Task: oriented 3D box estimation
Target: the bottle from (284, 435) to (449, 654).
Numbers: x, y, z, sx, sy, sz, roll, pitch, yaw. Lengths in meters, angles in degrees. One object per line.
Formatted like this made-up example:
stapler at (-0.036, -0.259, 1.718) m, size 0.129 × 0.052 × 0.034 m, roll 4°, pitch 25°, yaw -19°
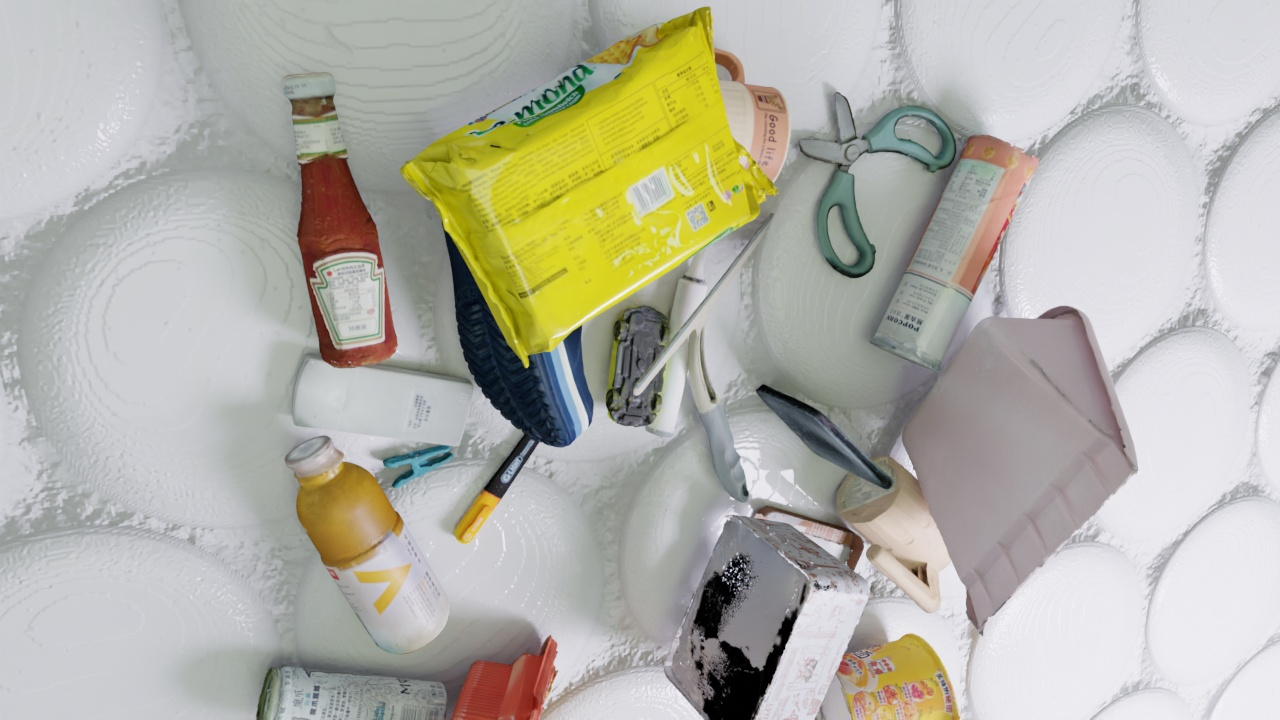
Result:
bottle at (-0.217, 0.146, 0.725) m, size 0.068 × 0.068 × 0.189 m, roll -28°, pitch 114°, yaw -13°

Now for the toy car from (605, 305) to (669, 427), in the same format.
toy car at (-0.005, 0.005, 0.793) m, size 0.048 × 0.032 × 0.105 m, roll 7°, pitch 91°, yaw -24°

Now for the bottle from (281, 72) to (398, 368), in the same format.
bottle at (-0.219, -0.098, 0.657) m, size 0.059 × 0.060 × 0.206 m, roll -12°, pitch 109°, yaw -19°

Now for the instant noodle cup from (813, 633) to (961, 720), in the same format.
instant noodle cup at (0.246, 0.359, 0.950) m, size 0.109 × 0.138 × 0.138 m, roll -3°, pitch 107°, yaw -13°

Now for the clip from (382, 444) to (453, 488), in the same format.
clip at (-0.181, 0.083, 0.752) m, size 0.056 × 0.015 × 0.050 m, roll -20°, pitch 110°, yaw -17°

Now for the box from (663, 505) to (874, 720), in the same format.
box at (0.148, 0.254, 0.869) m, size 0.193 × 0.157 × 0.183 m, roll 15°, pitch 101°, yaw -33°

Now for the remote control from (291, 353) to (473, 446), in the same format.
remote control at (-0.203, 0.032, 0.725) m, size 0.135 × 0.019 × 0.056 m, roll 10°, pitch 102°, yaw -25°

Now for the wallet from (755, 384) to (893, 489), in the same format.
wallet at (0.169, 0.069, 0.846) m, size 0.121 × 0.097 × 0.019 m, roll 41°, pitch 83°, yaw -27°

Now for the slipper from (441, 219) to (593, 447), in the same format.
slipper at (-0.087, -0.058, 0.708) m, size 0.095 × 0.105 × 0.253 m, roll -29°, pitch 118°, yaw -34°

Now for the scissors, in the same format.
scissors at (0.213, -0.156, 0.842) m, size 0.170 × 0.019 × 0.179 m, roll -1°, pitch 107°, yaw -24°

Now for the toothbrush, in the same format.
toothbrush at (0.040, -0.041, 0.800) m, size 0.026 × 0.026 × 0.221 m, roll 11°, pitch 101°, yaw -6°

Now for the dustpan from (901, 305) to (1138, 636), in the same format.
dustpan at (0.357, 0.072, 0.828) m, size 0.138 × 0.273 × 0.223 m, roll 4°, pitch 135°, yaw -22°

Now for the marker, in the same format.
marker at (-0.119, 0.104, 0.784) m, size 0.018 × 0.015 × 0.124 m, roll 36°, pitch 88°, yaw -31°

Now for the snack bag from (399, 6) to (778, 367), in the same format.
snack bag at (-0.021, -0.117, 0.625) m, size 0.246 × 0.068 × 0.158 m, roll -35°, pitch 117°, yaw -19°

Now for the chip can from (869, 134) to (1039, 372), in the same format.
chip can at (0.294, -0.100, 0.862) m, size 0.071 × 0.071 × 0.215 m, roll 21°, pitch 96°, yaw -26°

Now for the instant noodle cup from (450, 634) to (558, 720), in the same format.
instant noodle cup at (-0.132, 0.336, 0.780) m, size 0.079 × 0.164 × 0.189 m, roll 21°, pitch 97°, yaw -3°

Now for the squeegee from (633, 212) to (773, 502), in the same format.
squeegee at (0.065, 0.035, 0.812) m, size 0.245 × 0.039 × 0.247 m, roll -51°, pitch 141°, yaw -39°

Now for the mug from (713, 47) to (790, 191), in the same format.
mug at (0.053, -0.197, 0.735) m, size 0.105 × 0.082 × 0.114 m, roll 2°, pitch 78°, yaw -22°

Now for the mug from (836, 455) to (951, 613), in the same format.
mug at (0.255, 0.170, 0.903) m, size 0.084 × 0.124 × 0.103 m, roll -30°, pitch 121°, yaw 35°

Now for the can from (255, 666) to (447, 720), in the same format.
can at (-0.239, 0.292, 0.765) m, size 0.146 × 0.058 × 0.058 m, roll 16°, pitch 99°, yaw -25°
